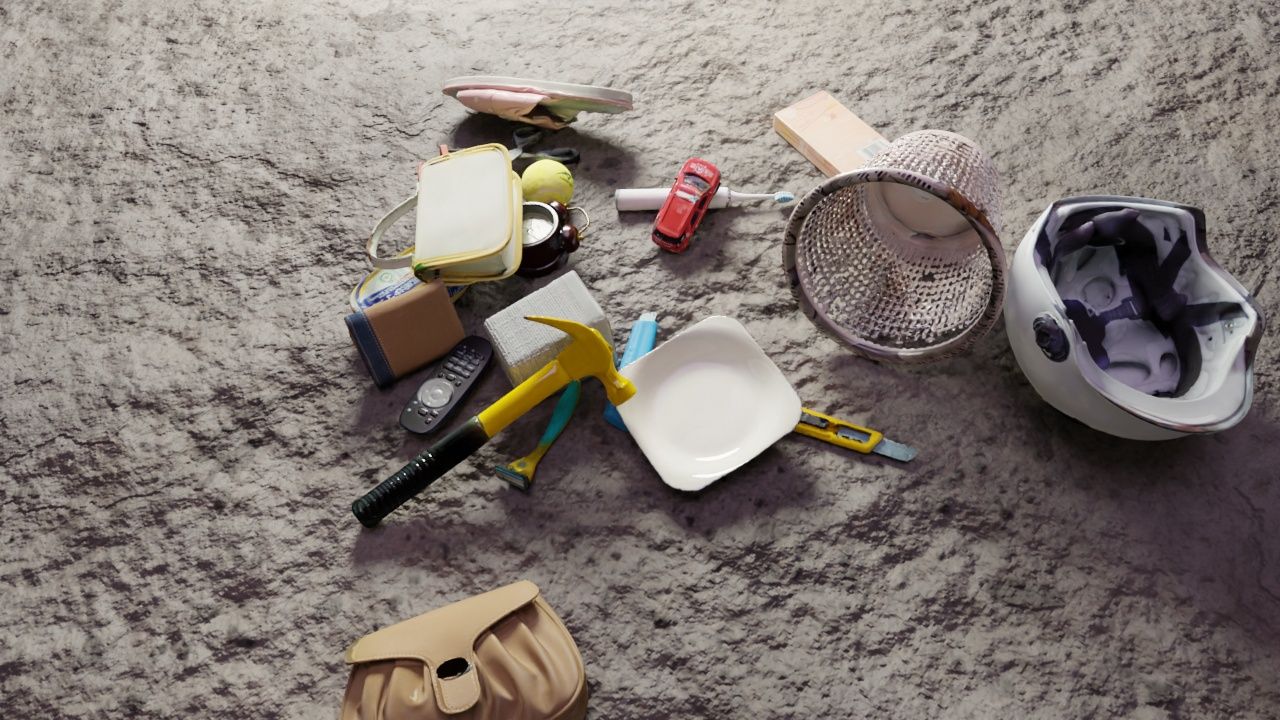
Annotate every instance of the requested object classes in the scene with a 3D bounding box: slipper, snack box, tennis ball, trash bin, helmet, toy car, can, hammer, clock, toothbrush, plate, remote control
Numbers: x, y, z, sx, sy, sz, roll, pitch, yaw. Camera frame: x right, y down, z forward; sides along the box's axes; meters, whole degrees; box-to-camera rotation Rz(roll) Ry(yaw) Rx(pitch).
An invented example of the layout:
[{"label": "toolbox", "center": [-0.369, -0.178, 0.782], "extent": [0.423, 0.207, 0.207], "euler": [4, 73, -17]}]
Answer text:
[{"label": "slipper", "center": [-0.139, -0.342, 1.225], "extent": [0.275, 0.114, 0.054], "euler": [9, 99, 19]}, {"label": "snack box", "center": [0.252, -0.285, 1.187], "extent": [0.084, 0.026, 0.157], "euler": [-28, 56, -15]}, {"label": "tennis ball", "center": [-0.117, -0.218, 1.148], "extent": [0.065, 0.066, 0.065], "euler": [-3, 53, 3]}, {"label": "trash bin", "center": [0.289, -0.140, 0.977], "extent": [0.228, 0.228, 0.191], "euler": [21, 45, 19]}, {"label": "helmet", "center": [0.458, -0.030, 0.900], "extent": [0.228, 0.146, 0.258], "euler": [-8, 69, -16]}, {"label": "toy car", "center": [0.056, -0.189, 1.105], "extent": [0.053, 0.045, 0.120], "euler": [24, 78, 8]}, {"label": "can", "center": [-0.268, -0.085, 1.074], "extent": [0.148, 0.049, 0.074], "euler": [-38, 60, -21]}, {"label": "hammer", "center": [-0.157, 0.066, 0.913], "extent": [0.300, 0.033, 0.129], "euler": [-36, 95, -1]}, {"label": "clock", "center": [-0.119, -0.151, 1.104], "extent": [0.122, 0.055, 0.082], "euler": [-21, 54, -7]}, {"label": "toothbrush", "center": [0.079, -0.202, 1.143], "extent": [0.221, 0.027, 0.026], "euler": [0, 29, 5]}, {"label": "plate", "center": [0.067, 0.045, 0.944], "extent": [0.164, 0.034, 0.163], "euler": [-31, 60, -6]}, {"label": "remote control", "center": [-0.208, 0.029, 0.999], "extent": [0.053, 0.024, 0.136], "euler": [25, 61, 19]}]

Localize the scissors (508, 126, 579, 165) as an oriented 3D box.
[{"label": "scissors", "center": [-0.158, -0.267, 1.190], "extent": [0.159, 0.014, 0.178], "euler": [8, 38, -5]}]

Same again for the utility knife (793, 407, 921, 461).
[{"label": "utility knife", "center": [0.190, 0.066, 0.939], "extent": [0.192, 0.015, 0.033], "euler": [17, 60, 17]}]

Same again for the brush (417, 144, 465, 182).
[{"label": "brush", "center": [-0.238, -0.200, 1.149], "extent": [0.069, 0.063, 0.145], "euler": [-9, 54, -16]}]

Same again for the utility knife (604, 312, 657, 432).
[{"label": "utility knife", "center": [-0.006, 0.006, 1.002], "extent": [0.034, 0.018, 0.161], "euler": [15, 54, 1]}]

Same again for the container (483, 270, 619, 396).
[{"label": "container", "center": [-0.097, -0.021, 0.988], "extent": [0.114, 0.090, 0.090], "euler": [-27, 55, -11]}]

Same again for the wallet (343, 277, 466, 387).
[{"label": "wallet", "center": [-0.257, -0.031, 1.013], "extent": [0.115, 0.090, 0.033], "euler": [-26, 27, -13]}]

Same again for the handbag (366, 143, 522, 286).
[{"label": "handbag", "center": [-0.225, -0.159, 1.059], "extent": [0.179, 0.063, 0.163], "euler": [-9, 59, 7]}]

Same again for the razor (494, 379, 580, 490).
[{"label": "razor", "center": [-0.097, 0.074, 0.952], "extent": [0.043, 0.028, 0.132], "euler": [16, 61, 32]}]

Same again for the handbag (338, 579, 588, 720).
[{"label": "handbag", "center": [-0.151, 0.270, 0.768], "extent": [0.204, 0.100, 0.147], "euler": [-18, 51, -12]}]
